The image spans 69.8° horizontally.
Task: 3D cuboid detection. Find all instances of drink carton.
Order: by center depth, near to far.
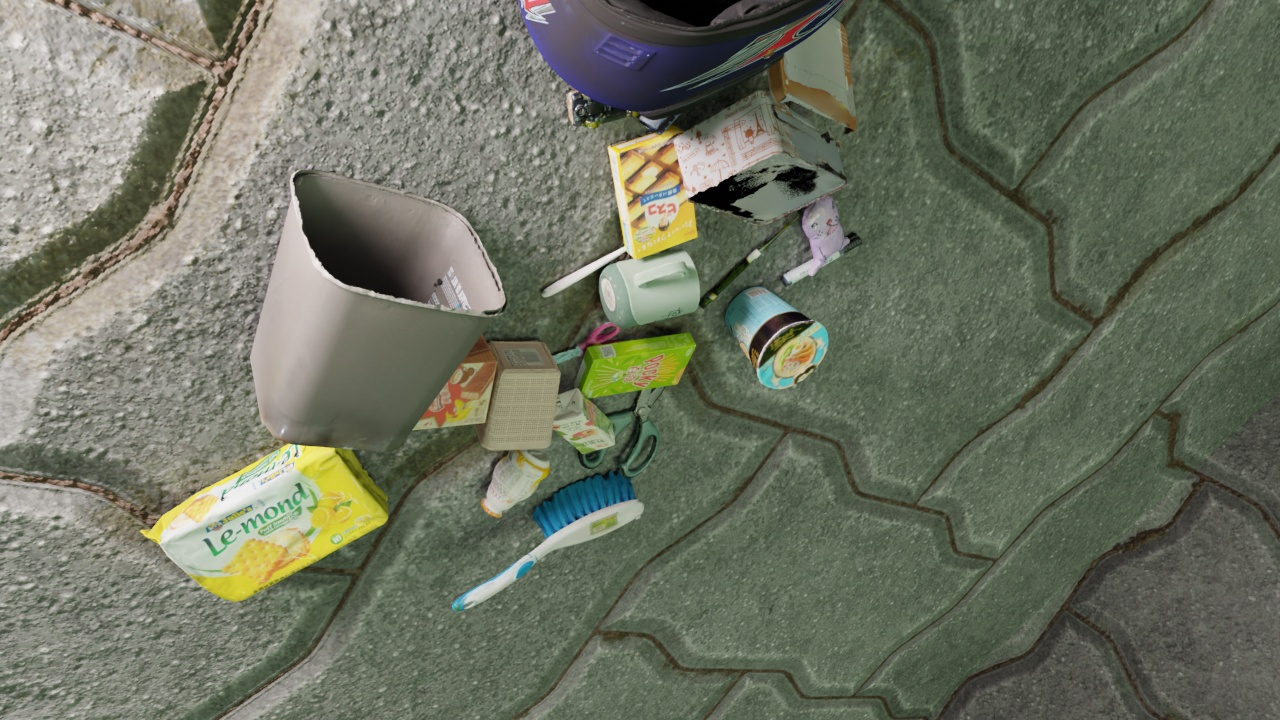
[{"bbox_3d":[-0.080,0.082,1.229,0.053,0.045,0.122,-17,151,13],"label":"drink carton"}]

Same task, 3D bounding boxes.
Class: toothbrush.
[{"bbox_3d":[-0.044,-0.126,1.123,0.180,0.016,0.016,-31,128,-7],"label":"toothbrush"},{"bbox_3d":[0.146,-0.138,1.235,0.186,0.012,0.017,-44,130,7],"label":"toothbrush"}]

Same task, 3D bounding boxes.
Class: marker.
[{"bbox_3d":[0.255,-0.143,1.297,0.130,0.018,0.022,-29,110,-9],"label":"marker"}]

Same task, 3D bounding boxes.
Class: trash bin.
[{"bbox_3d":[-0.279,-0.039,0.930,0.198,0.199,0.220,9,126,-37],"label":"trash bin"}]

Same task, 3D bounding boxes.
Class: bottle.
[{"bbox_3d":[-0.172,0.163,1.247,0.063,0.063,0.108,26,108,-43],"label":"bottle"}]

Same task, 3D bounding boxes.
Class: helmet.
[{"bbox_3d":[0.043,-0.357,0.819,0.315,0.240,0.247,-22,96,-7],"label":"helmet"}]

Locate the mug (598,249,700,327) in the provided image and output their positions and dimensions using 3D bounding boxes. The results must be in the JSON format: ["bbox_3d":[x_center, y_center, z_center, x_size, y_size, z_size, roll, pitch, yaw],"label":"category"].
[{"bbox_3d":[0.013,-0.092,1.124,0.106,0.082,0.112,-13,170,-19],"label":"mug"}]

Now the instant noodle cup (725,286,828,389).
[{"bbox_3d":[0.178,-0.038,1.260,0.111,0.120,0.111,-16,131,-20],"label":"instant noodle cup"}]

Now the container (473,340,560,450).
[{"bbox_3d":[-0.153,0.040,1.136,0.089,0.090,0.111,0,122,-24],"label":"container"}]

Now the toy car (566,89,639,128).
[{"bbox_3d":[-0.035,-0.280,0.985,0.090,0.035,0.042,-19,135,-19],"label":"toy car"}]

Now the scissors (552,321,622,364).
[{"bbox_3d":[-0.083,-0.006,1.201,0.137,0.017,0.072,-26,145,-5],"label":"scissors"}]

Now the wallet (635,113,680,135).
[{"bbox_3d":[0.041,-0.284,0.976,0.097,0.120,0.019,-45,111,8],"label":"wallet"}]

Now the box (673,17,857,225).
[{"bbox_3d":[0.136,-0.277,1.044,0.180,0.158,0.217,1,82,-52],"label":"box"}]

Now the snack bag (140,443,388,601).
[{"bbox_3d":[-0.435,0.183,1.095,0.246,0.068,0.158,-29,136,-9],"label":"snack bag"}]

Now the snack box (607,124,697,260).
[{"bbox_3d":[0.016,-0.196,1.079,0.086,0.033,0.141,-21,129,-16],"label":"snack box"}]

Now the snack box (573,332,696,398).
[{"bbox_3d":[-0.007,0.007,1.235,0.156,0.026,0.086,-8,144,-28],"label":"snack box"}]

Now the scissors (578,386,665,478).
[{"bbox_3d":[-0.026,0.094,1.312,0.161,0.019,0.179,1,119,-27],"label":"scissors"}]

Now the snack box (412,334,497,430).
[{"bbox_3d":[-0.231,0.020,1.080,0.094,0.077,0.093,-4,127,-30],"label":"snack box"}]

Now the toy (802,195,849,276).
[{"bbox_3d":[0.246,-0.175,1.244,0.083,0.039,0.108,-45,139,-17],"label":"toy"}]

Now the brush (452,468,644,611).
[{"bbox_3d":[-0.134,0.254,1.314,0.314,0.109,0.061,-20,136,-18],"label":"brush"}]
